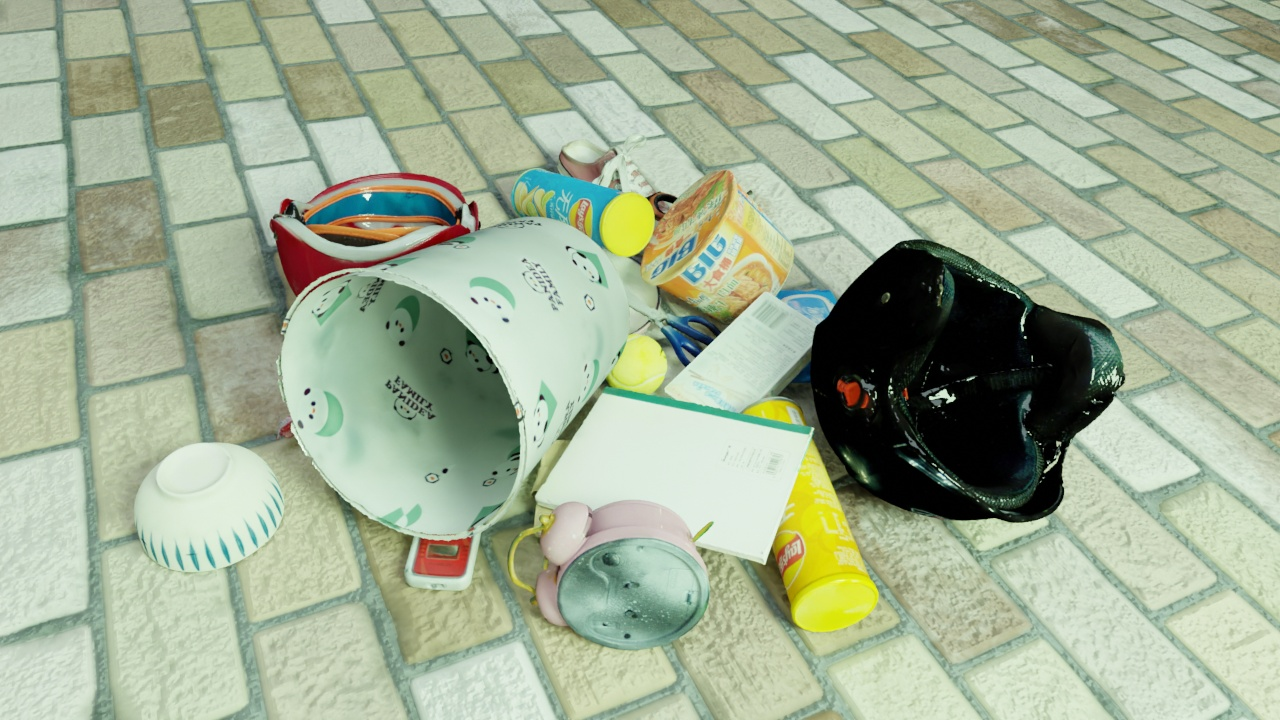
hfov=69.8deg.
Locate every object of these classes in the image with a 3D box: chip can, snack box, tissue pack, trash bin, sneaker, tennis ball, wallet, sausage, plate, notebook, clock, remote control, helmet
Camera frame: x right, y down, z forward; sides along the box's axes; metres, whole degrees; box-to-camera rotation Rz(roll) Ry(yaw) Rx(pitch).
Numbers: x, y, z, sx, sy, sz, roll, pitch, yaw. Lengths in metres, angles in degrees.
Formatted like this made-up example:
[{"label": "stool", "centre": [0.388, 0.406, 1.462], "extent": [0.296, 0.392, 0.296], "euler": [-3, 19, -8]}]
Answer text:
[{"label": "chip can", "centre": [-0.073, -0.180, 1.086], "extent": [0.071, 0.071, 0.210], "euler": [-23, 31, -29]}, {"label": "chip can", "centre": [0.139, 0.128, 0.808], "extent": [0.072, 0.072, 0.213], "euler": [-3, 42, -10]}, {"label": "snack box", "centre": [0.108, 0.006, 0.934], "extent": [0.156, 0.027, 0.085], "euler": [-44, 58, -13]}, {"label": "tissue pack", "centre": [0.181, -0.032, 1.008], "extent": [0.095, 0.052, 0.157], "euler": [-3, 42, -10]}, {"label": "trash bin", "centre": [-0.140, -0.008, 0.806], "extent": [0.230, 0.230, 0.251], "euler": [20, 30, 16]}, {"label": "sneaker", "centre": [-0.027, -0.225, 1.173], "extent": [0.118, 0.088, 0.241], "euler": [-23, 53, -29]}, {"label": "tennis ball", "centre": [-0.006, 0.005, 0.936], "extent": [0.065, 0.066, 0.065], "euler": [3, 41, -3]}, {"label": "wallet", "centre": [-0.055, 0.118, 0.836], "extent": [0.087, 0.024, 0.115], "euler": [8, 42, -5]}, {"label": "sausage", "centre": [-0.291, 0.027, 0.887], "extent": [0.020, 0.020, 0.155], "euler": [28, 50, 23]}, {"label": "plate", "centre": [-0.074, -0.064, 1.026], "extent": [0.192, 0.039, 0.192], "euler": [3, 41, -3]}, {"label": "notebook", "centre": [0.032, 0.092, 0.810], "extent": [0.209, 0.012, 0.150], "euler": [10, 46, 23]}, {"label": "clock", "centre": [-0.025, 0.164, 0.719], "extent": [0.158, 0.117, 0.059], "euler": [4, 31, -5]}, {"label": "remote control", "centre": [-0.165, 0.139, 0.800], "extent": [0.056, 0.020, 0.135], "euler": [4, 41, 0]}, {"label": "helmet", "centre": [-0.274, -0.107, 0.980], "extent": [0.207, 0.144, 0.239], "euler": [0, 26, -4]}, {"label": "helmet", "centre": [0.269, 0.027, 0.826], "extent": [0.233, 0.231, 0.274], "euler": [17, 59, -22]}]

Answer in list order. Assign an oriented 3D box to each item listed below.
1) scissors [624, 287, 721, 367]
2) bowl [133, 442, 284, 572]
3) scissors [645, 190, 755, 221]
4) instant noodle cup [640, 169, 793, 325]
[{"label": "scissors", "centre": [0.022, -0.037, 0.975], "extent": [0.170, 0.012, 0.144], "euler": [7, 51, -35]}, {"label": "bowl", "centre": [-0.367, 0.112, 0.772], "extent": [0.116, 0.066, 0.116], "euler": [3, 41, -3]}, {"label": "scissors", "centre": [0.080, -0.162, 1.136], "extent": [0.224, 0.015, 0.188], "euler": [21, 60, -26]}, {"label": "instant noodle cup", "centre": [0.089, -0.117, 1.015], "extent": [0.111, 0.152, 0.151], "euler": [35, 34, -25]}]
